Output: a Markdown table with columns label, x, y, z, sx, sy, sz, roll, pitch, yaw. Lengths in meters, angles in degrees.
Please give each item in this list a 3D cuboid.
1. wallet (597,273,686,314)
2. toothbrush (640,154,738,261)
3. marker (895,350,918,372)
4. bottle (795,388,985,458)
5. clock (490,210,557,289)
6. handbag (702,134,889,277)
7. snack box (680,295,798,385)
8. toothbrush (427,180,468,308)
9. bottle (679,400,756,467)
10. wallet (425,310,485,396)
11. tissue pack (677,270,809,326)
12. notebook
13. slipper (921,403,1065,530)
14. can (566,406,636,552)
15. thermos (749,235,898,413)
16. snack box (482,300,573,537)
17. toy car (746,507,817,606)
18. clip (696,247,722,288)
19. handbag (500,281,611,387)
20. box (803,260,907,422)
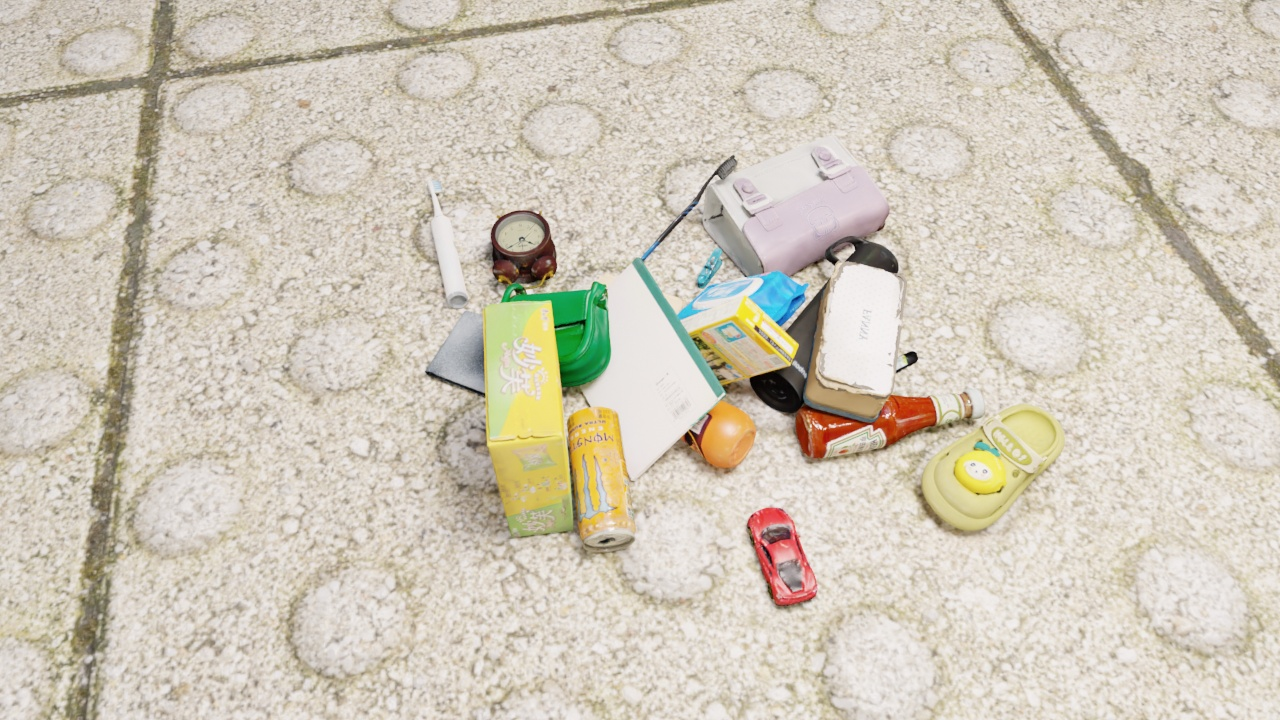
| label | x | y | z | sx | sy | sz | roll | pitch | yaw |
| --- | --- | --- | --- | --- | --- | --- | --- | --- | --- |
| wallet | -0.008 | -0.064 | 1.122 | 0.115 | 0.024 | 0.087 | 18 | 56 | 14 |
| toothbrush | 0.054 | -0.181 | 1.141 | 0.016 | 0.014 | 0.190 | 47 | 107 | 14 |
| marker | 0.274 | 0.017 | 1.068 | 0.124 | 0.015 | 0.018 | -24 | 59 | -19 |
| bottle | 0.276 | 0.064 | 1.010 | 0.206 | 0.060 | 0.059 | -9 | 56 | -6 |
| clock | -0.147 | -0.134 | 1.152 | 0.082 | 0.055 | 0.121 | -6 | 57 | -4 |
| handbag | 0.197 | -0.191 | 1.168 | 0.196 | 0.099 | 0.145 | -26 | 64 | -16 |
| snack box | 0.093 | -0.017 | 1.004 | 0.087 | 0.141 | 0.033 | 40 | 56 | -21 |
| toothbrush | -0.254 | -0.158 | 1.188 | 0.026 | 0.027 | 0.220 | -7 | 54 | -18 |
| bottle | 0.054 | 0.060 | 1.016 | 0.149 | 0.067 | 0.066 | 31 | 61 | 28 |
| wallet | -0.179 | -0.002 | 1.086 | 0.121 | 0.019 | 0.097 | 19 | 60 | 12 |
| tissue pack | 0.112 | -0.060 | 1.057 | 0.157 | 0.052 | 0.094 | -6 | 28 | 46 |
| notebook | -0.006 | 0.006 | 1.021 | 0.151 | 0.012 | 0.209 | -45 | 56 | 22 |
| slipper | 0.380 | 0.097 | 0.972 | 0.190 | 0.082 | 0.091 | -32 | 58 | -23 |
| can | -0.042 | 0.123 | 0.965 | 0.058 | 0.058 | 0.145 | -7 | 60 | -4 |
| thermos | 0.212 | -0.052 | 1.079 | 0.090 | 0.069 | 0.241 | 43 | 62 | -3 |
| snack box | -0.111 | 0.063 | 0.922 | 0.070 | 0.210 | 0.157 | -6 | 56 | -4 |
| toy car | 0.143 | 0.197 | 0.936 | 0.049 | 0.031 | 0.106 | -11 | 54 | -8 |
| clip | 0.087 | -0.115 | 1.156 | 0.014 | 0.039 | 0.055 | 24 | 65 | 19 |
| handbag | -0.099 | -0.034 | 1.036 | 0.131 | 0.068 | 0.120 | -1 | 64 | 19 |
| box | 0.233 | -0.018 | 0.991 | 0.090 | 0.060 | 0.183 | 17 | 60 | 4 |
